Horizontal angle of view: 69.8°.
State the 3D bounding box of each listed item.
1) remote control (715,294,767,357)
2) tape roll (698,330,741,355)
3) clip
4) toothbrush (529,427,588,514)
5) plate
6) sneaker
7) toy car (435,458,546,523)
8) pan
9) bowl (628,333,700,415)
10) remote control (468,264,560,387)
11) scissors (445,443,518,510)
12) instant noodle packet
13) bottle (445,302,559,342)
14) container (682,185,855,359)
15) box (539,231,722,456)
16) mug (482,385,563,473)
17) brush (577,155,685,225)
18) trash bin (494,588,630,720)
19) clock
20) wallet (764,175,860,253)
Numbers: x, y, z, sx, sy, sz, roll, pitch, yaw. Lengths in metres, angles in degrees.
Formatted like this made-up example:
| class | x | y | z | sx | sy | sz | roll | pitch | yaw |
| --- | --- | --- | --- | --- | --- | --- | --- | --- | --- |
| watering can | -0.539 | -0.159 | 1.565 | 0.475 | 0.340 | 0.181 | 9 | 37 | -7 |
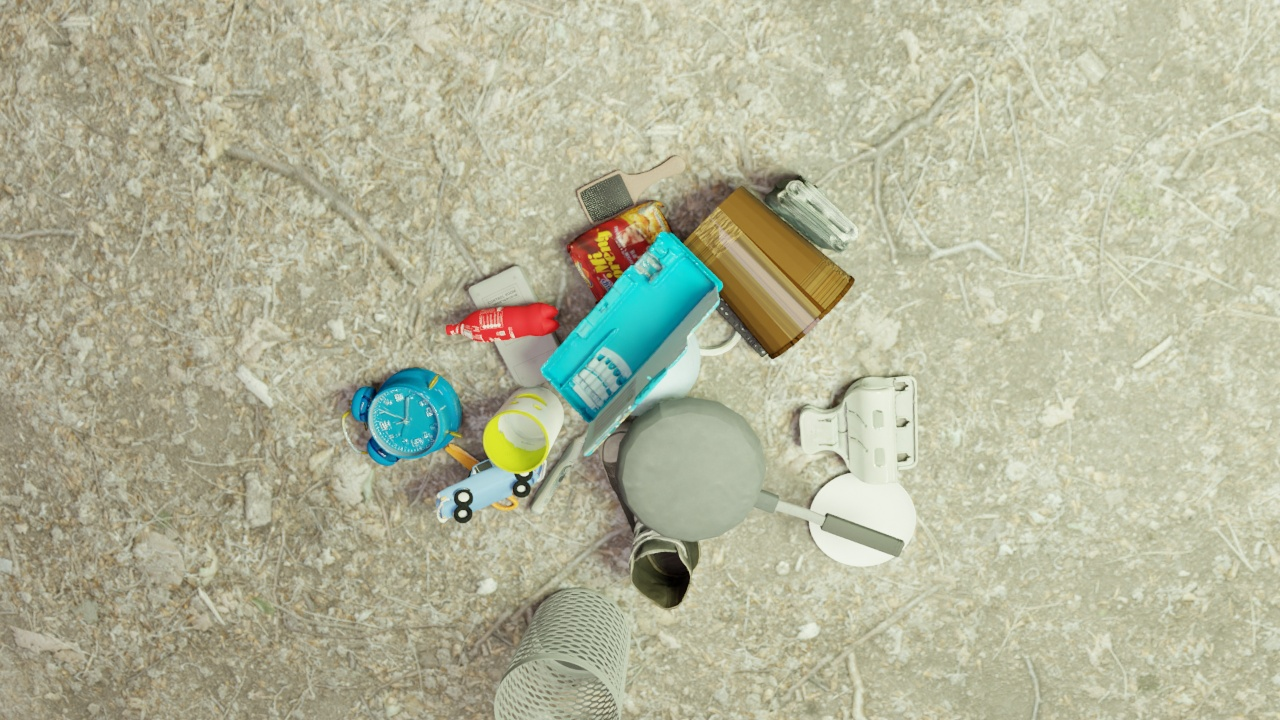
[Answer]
| class | x | y | z | sx | sy | sz | roll | pitch | yaw |
| --- | --- | --- | --- | --- | --- | --- | --- | --- | --- |
| remote control | 0.112 | -0.063 | 1.117 | 0.030 | 0.009 | 0.140 | -42 | 98 | 17 |
| tape roll | 0.084 | -0.051 | 1.138 | 0.093 | 0.013 | 0.093 | 2 | 108 | 6 |
| clip | 0.270 | 0.087 | 1.124 | 0.152 | 0.104 | 0.126 | -6 | 104 | -2 |
| toothbrush | -0.093 | 0.128 | 1.211 | 0.024 | 0.022 | 0.186 | 47 | 112 | 34 |
| plate | 0.287 | 0.204 | 1.191 | 0.134 | 0.011 | 0.135 | 2 | 107 | 7 |
| sneaker | 0.008 | 0.194 | 1.168 | 0.095 | 0.119 | 0.235 | -15 | 102 | 11 |
| toy car | -0.196 | 0.159 | 1.185 | 0.054 | 0.153 | 0.056 | 55 | 152 | 27 |
| pan | 0.142 | 0.163 | 1.075 | 0.357 | 0.041 | 0.179 | 20 | 105 | -3 |
| bowl | -0.007 | 0.007 | 1.127 | 0.151 | 0.074 | 0.151 | 5 | 110 | 13 |
| remote control | -0.153 | -0.041 | 1.168 | 0.074 | 0.019 | 0.151 | -23 | 102 | 13 |
| scissors | -0.209 | 0.150 | 1.237 | 0.128 | 0.013 | 0.065 | 41 | 106 | -7 |
| instant noodle packet | -0.014 | -0.129 | 1.115 | 0.135 | 0.039 | 0.098 | -25 | 109 | 13 |
| bottle | -0.172 | -0.045 | 1.136 | 0.142 | 0.041 | 0.042 | -6 | 106 | 9 |
| container | 0.140 | -0.107 | 1.060 | 0.167 | 0.132 | 0.132 | 45 | 107 | -1 |
| box | 0.000 | -0.013 | 1.033 | 0.084 | 0.171 | 0.228 | 25 | 115 | -44 |
| mug | -0.146 | 0.085 | 1.160 | 0.082 | 0.106 | 0.082 | 2 | 107 | 6 |
| brush | -0.009 | -0.209 | 1.101 | 0.136 | 0.015 | 0.050 | -23 | 103 | 13 |
| trash bin | -0.093 | 0.407 | 1.211 | 0.156 | 0.183 | 0.156 | 2 | 107 | 6 |
| clock | -0.314 | 0.078 | 1.203 | 0.162 | 0.060 | 0.117 | -18 | 104 | 13 |
| wallet | 0.192 | -0.166 | 1.028 | 0.100 | 0.131 | 0.054 | 36 | 104 | -5 |
